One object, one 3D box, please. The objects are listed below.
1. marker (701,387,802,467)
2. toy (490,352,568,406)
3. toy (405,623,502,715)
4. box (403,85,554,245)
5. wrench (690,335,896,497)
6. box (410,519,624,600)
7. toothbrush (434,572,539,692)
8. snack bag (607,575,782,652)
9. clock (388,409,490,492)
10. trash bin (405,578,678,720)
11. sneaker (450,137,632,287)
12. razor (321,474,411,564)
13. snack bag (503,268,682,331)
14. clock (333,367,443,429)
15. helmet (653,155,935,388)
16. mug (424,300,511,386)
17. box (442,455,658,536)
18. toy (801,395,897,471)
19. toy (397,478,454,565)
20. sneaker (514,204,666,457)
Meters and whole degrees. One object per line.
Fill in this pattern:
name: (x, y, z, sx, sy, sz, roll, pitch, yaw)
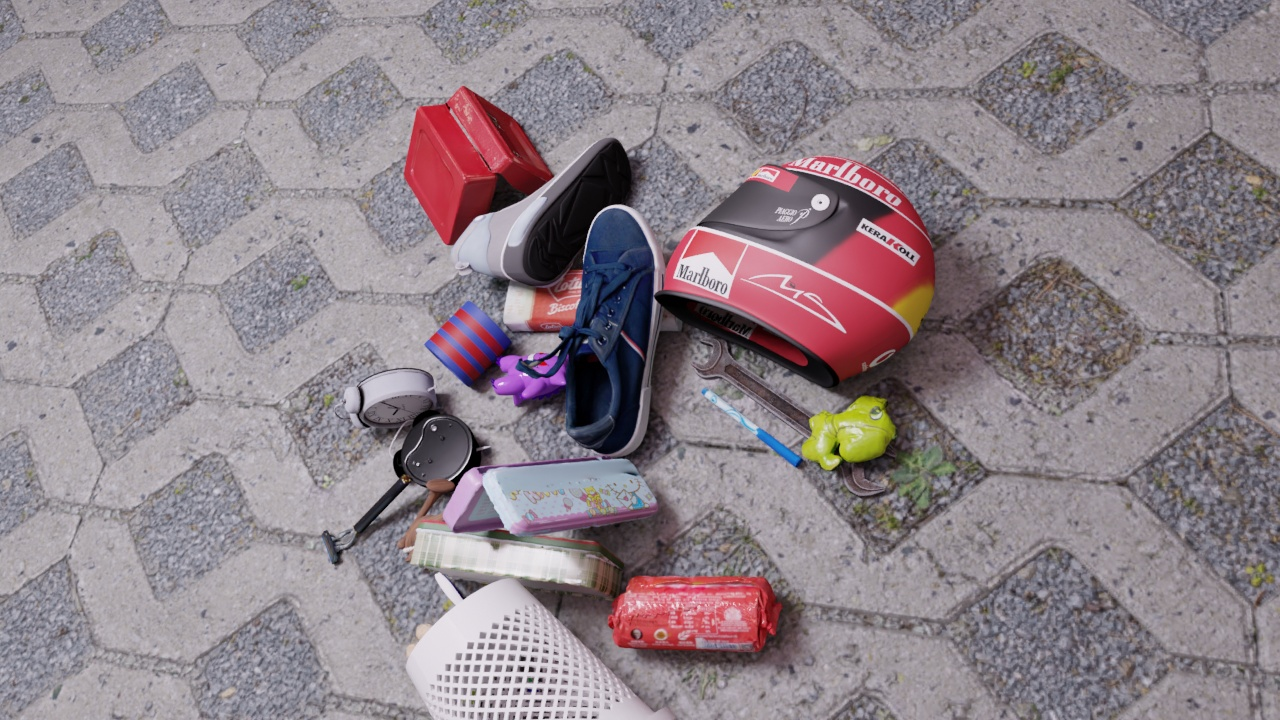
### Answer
marker: (0.122, 0.073, 1.025, 0.142, 0.013, 0.013, 38, 79, 26)
toy: (-0.123, 0.020, 1.089, 0.088, 0.056, 0.106, -17, 27, 9)
toy: (-0.202, 0.324, 0.971, 0.118, 0.043, 0.092, 24, 83, 31)
box: (-0.233, -0.252, 1.220, 0.165, 0.151, 0.157, -39, 62, 13)
wrench: (0.165, 0.055, 1.023, 0.273, 0.010, 0.070, 36, 78, 26)
box: (-0.127, 0.212, 0.966, 0.206, 0.117, 0.050, 4, 71, 18)
toothbrush: (-0.168, 0.294, 0.992, 0.015, 0.016, 0.186, -45, 63, -8)
snack bag: (0.051, 0.251, 0.918, 0.176, 0.082, 0.082, -3, 64, 12)
clock: (-0.243, 0.107, 1.085, 0.121, 0.042, 0.091, 18, 71, 21)
trash bin: (-0.104, 0.322, 0.850, 0.195, 0.195, 0.199, -42, 67, -8)
sneaker: (-0.128, -0.193, 1.170, 0.161, 0.093, 0.255, 5, 47, 35)
razor: (-0.315, 0.180, 1.067, 0.144, 0.022, 0.042, -41, 62, 16)
snack bag: (-0.058, -0.075, 1.127, 0.225, 0.041, 0.077, 1, 68, 13)
clock: (-0.303, 0.049, 1.096, 0.122, 0.095, 0.035, -14, 65, -11)
helmet: (0.181, -0.108, 0.988, 0.271, 0.197, 0.224, 27, 84, 20)
mug: (-0.220, -0.026, 1.134, 0.076, 0.075, 0.112, -47, 37, -10)
box: (-0.080, 0.150, 0.925, 0.093, 0.213, 0.090, 45, 116, 31)
toy: (0.222, 0.077, 0.972, 0.094, 0.036, 0.094, 13, 69, 27)
toy: (-0.238, 0.188, 1.030, 0.055, 0.041, 0.102, 46, 112, 28)
sneaker: (-0.051, -0.045, 1.023, 0.121, 0.127, 0.294, -4, 75, 28)
